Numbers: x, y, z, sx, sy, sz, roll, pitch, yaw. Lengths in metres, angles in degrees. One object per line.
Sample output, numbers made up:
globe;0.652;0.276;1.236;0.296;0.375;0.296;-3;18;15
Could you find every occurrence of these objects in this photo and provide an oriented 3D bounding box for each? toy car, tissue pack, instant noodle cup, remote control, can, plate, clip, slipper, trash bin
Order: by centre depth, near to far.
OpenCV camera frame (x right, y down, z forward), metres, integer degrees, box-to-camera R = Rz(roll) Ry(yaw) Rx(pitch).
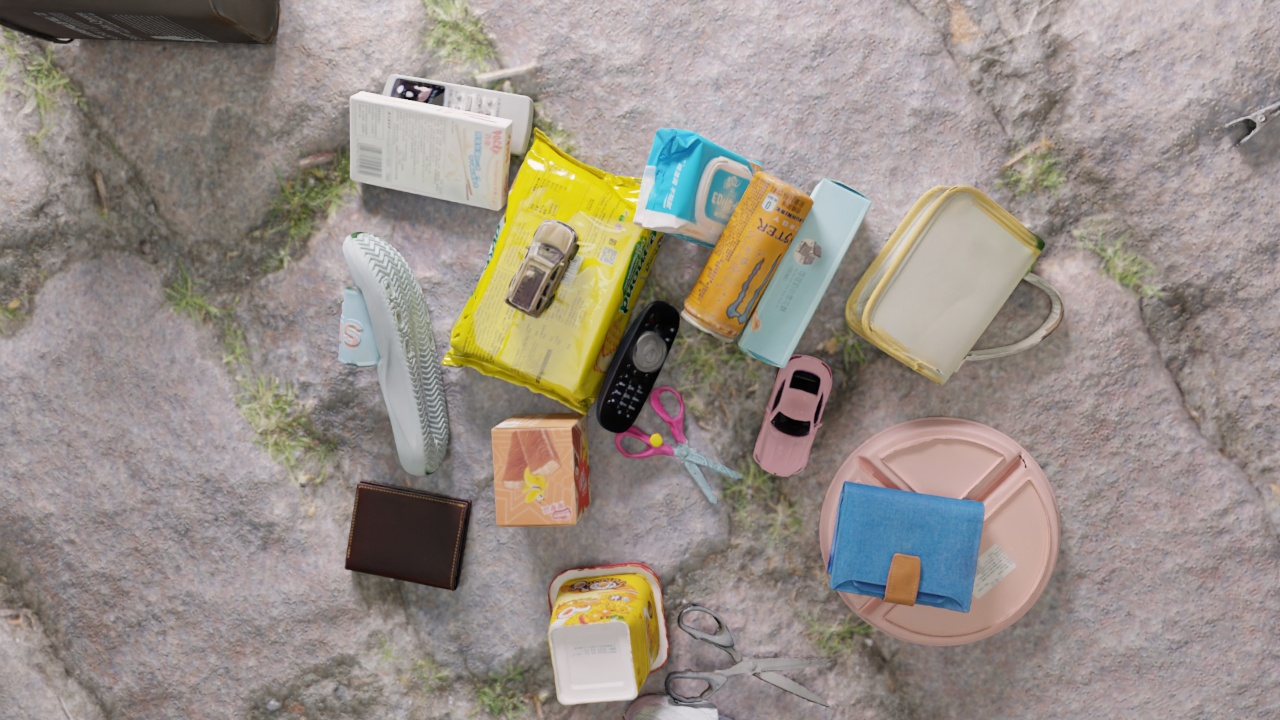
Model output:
can;0.094;-0.092;0.814;0.058;0.058;0.146;29;104;3
clip;0.558;-0.219;0.826;0.057;0.024;0.029;-34;87;14
toy car;-0.089;-0.084;0.833;0.042;0.035;0.090;27;94;1
tissue pack;0.057;-0.152;0.835;0.063;0.139;0.090;20;98;35
trash bin;-0.466;-0.389;0.842;0.220;0.199;0.199;7;97;-1
instant noodle cup;-0.036;0.266;0.883;0.116;0.123;0.116;-7;94;6
toy car;0.148;0.054;0.888;0.056;0.037;0.122;17;98;6
plate;0.290;0.169;0.888;0.229;0.028;0.229;0;95;6
remote control;-0.005;0.005;0.895;0.053;0.024;0.136;28;87;-35
slipper;-0.247;-0.004;0.895;0.074;0.104;0.245;-10;100;9
remote control;-0.181;-0.242;0.903;0.150;0.021;0.058;10;96;4

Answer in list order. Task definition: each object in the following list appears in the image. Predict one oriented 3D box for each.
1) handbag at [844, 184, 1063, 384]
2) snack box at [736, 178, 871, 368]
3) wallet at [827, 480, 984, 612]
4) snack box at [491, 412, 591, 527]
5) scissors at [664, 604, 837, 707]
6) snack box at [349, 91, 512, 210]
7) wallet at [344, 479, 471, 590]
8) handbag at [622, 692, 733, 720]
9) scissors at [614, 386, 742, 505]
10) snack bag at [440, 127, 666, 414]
handbag;0.301;-0.058;0.857;0.178;0.063;0.163;32;98;-13
snack box;0.149;-0.081;0.855;0.051;0.074;0.175;27;97;3
wallet;0.248;0.175;0.861;0.133;0.040;0.106;9;92;6
snack box;-0.094;0.104;0.889;0.077;0.092;0.094;-2;95;6
scissors;0.104;0.303;0.915;0.159;0.014;0.173;-34;86;-5
snack box;-0.205;-0.203;0.892;0.157;0.026;0.085;12;119;4
wallet;-0.242;0.181;0.950;0.122;0.020;0.096;9;91;6
handbag;0.046;0.381;0.853;0.134;0.194;0.075;12;92;1
scissors;0.045;0.082;0.913;0.136;0.017;0.105;23;92;-1
snack bag;-0.078;-0.080;0.884;0.158;0.068;0.246;23;96;3
